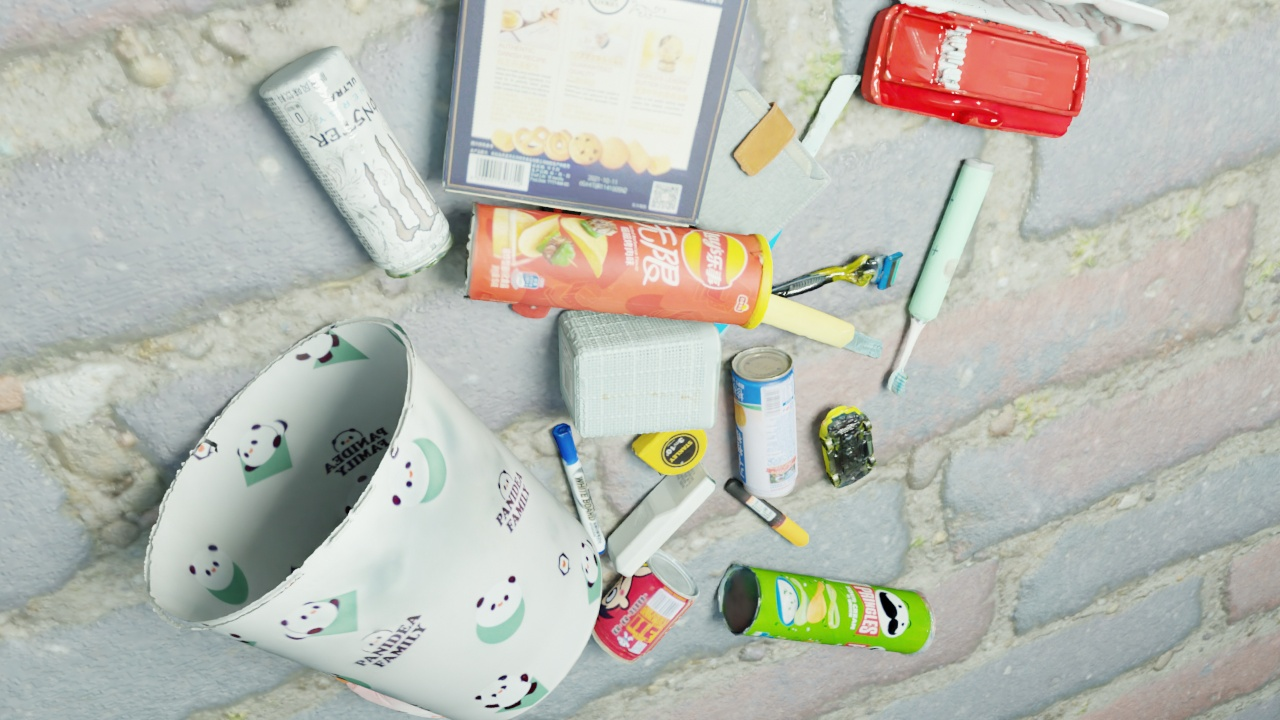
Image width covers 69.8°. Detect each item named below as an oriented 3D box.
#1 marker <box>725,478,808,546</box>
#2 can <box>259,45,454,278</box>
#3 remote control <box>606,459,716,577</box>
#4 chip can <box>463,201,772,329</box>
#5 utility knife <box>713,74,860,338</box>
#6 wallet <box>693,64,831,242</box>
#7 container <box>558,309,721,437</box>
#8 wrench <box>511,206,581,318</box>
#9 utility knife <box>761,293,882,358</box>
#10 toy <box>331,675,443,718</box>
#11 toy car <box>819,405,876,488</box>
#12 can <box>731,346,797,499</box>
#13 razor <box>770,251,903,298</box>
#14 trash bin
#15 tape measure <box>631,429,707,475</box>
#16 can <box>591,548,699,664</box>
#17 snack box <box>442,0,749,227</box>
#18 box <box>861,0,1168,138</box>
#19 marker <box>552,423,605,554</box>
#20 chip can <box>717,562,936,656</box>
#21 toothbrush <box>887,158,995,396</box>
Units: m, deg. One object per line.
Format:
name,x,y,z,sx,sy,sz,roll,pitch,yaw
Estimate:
marker,0.125,0.149,0.901,0.018,0.015,0.124,-47,120,7
can,-0.182,-0.127,0.603,0.058,0.058,0.147,-29,124,-3
remote control,0.016,0.139,0.834,0.024,0.049,0.125,37,101,-30
chip can,-0.017,-0.068,0.661,0.216,0.073,0.073,6,116,-12
utility knife,0.109,-0.122,0.736,0.034,0.018,0.235,25,108,-15
wallet,0.070,-0.146,0.689,0.107,0.037,0.129,-42,115,9
container,-0.004,0.004,0.727,0.111,0.090,0.090,-6,120,-14
wrench,-0.039,-0.152,0.667,0.056,0.016,0.274,17,111,-22
utility knife,0.149,-0.029,0.794,0.201,0.021,0.031,18,119,-32
toy,-0.213,0.276,0.806,0.159,0.054,0.122,36,139,-30
toy car,0.195,0.082,0.878,0.048,0.032,0.105,-27,135,-5
can,0.112,0.058,0.819,0.053,0.053,0.135,-15,122,-12
razor,0.151,-0.066,0.783,0.142,0.022,0.043,-14,144,-6
trash bin,-0.171,0.133,0.668,0.229,0.229,0.252,-38,130,4
tape measure,0.029,0.072,0.811,0.060,0.029,0.057,-44,122,7
can,0.002,0.233,0.871,0.066,0.066,0.094,31,104,-31
snack box,-0.033,-0.192,0.610,0.178,0.045,0.183,7,116,-11
box,0.279,-0.230,0.687,0.201,0.100,0.110,3,105,-21
marker,-0.053,0.117,0.815,0.017,0.017,0.146,-19,123,-9
chip can,0.196,0.262,0.957,0.235,0.072,0.072,15,112,-26
toothbrush,0.261,-0.070,0.817,0.026,0.027,0.225,1,118,-27
